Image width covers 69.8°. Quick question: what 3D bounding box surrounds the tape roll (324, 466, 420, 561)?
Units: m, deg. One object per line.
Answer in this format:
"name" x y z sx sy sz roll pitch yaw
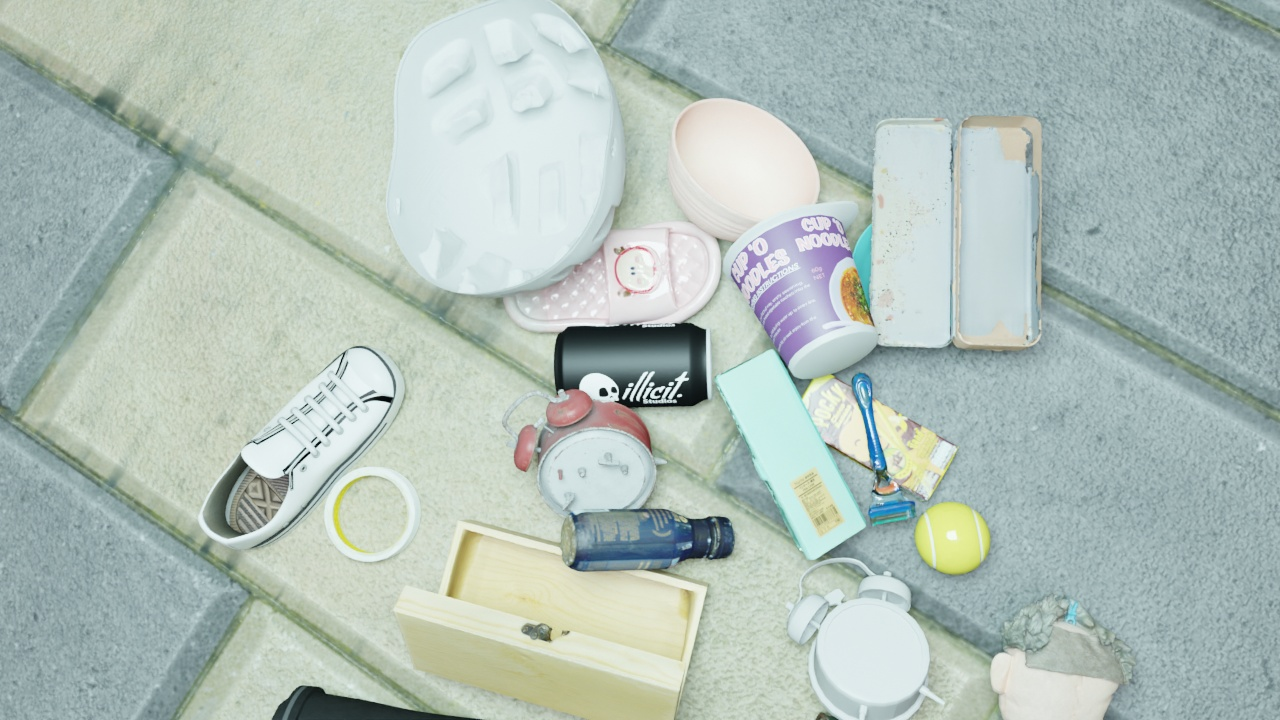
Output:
"tape roll" -0.269 0.154 0.920 0.094 0.019 0.094 -1 83 6

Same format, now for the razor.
"razor" 0.219 0.080 0.850 0.044 0.018 0.141 -11 79 3

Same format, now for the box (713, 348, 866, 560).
"box" 0.133 0.086 0.836 0.078 0.079 0.188 -26 88 22

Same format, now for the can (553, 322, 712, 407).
"can" -0.005 0.005 0.879 0.146 0.080 0.080 -1 83 6

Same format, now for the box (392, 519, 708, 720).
"box" -0.078 0.252 0.836 0.248 0.184 0.142 13 105 9

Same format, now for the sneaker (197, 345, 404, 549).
"sneaker" -0.340 0.084 0.897 0.091 0.097 0.245 44 90 9

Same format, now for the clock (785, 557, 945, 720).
"clock" 0.198 0.252 0.827 0.120 0.061 0.159 -15 50 -6

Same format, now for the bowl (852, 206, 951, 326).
"bowl" 0.260 -0.082 0.879 0.121 0.046 0.121 -1 83 6

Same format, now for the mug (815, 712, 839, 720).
"mug" 0.191 0.377 0.818 0.081 0.084 0.111 11 115 6

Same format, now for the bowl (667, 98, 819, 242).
"bowl" 0.088 -0.170 0.882 0.153 0.076 0.152 11 57 -17

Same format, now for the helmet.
"helmet" -0.117 -0.182 0.848 0.225 0.184 0.281 -19 54 19

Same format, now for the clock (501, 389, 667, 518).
"clock" -0.056 0.087 0.845 0.156 0.061 0.110 39 110 -24

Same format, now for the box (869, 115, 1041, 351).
"box" 0.286 -0.117 0.839 0.151 0.043 0.216 2 84 3

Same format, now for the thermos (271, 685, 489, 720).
"thermos" -0.230 0.366 0.853 0.218 0.106 0.105 5 83 2

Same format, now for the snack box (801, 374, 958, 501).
"snack box" 0.220 0.071 0.875 0.149 0.025 0.061 30 87 9

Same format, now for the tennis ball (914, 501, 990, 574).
"tennis ball" 0.284 0.162 0.836 0.065 0.065 0.065 -1 83 6

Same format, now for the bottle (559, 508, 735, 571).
"bottle" 0.008 0.165 0.846 0.160 0.056 0.056 3 82 -20

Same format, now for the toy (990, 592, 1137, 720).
"toy" 0.363 0.295 0.808 0.132 0.076 0.175 16 83 -8

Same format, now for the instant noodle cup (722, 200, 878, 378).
"instant noodle cup" 0.159 -0.059 0.832 0.137 0.121 0.121 -29 64 19

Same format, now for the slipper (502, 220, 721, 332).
"slipper" -0.029 -0.078 0.906 0.222 0.055 0.106 -10 84 6
